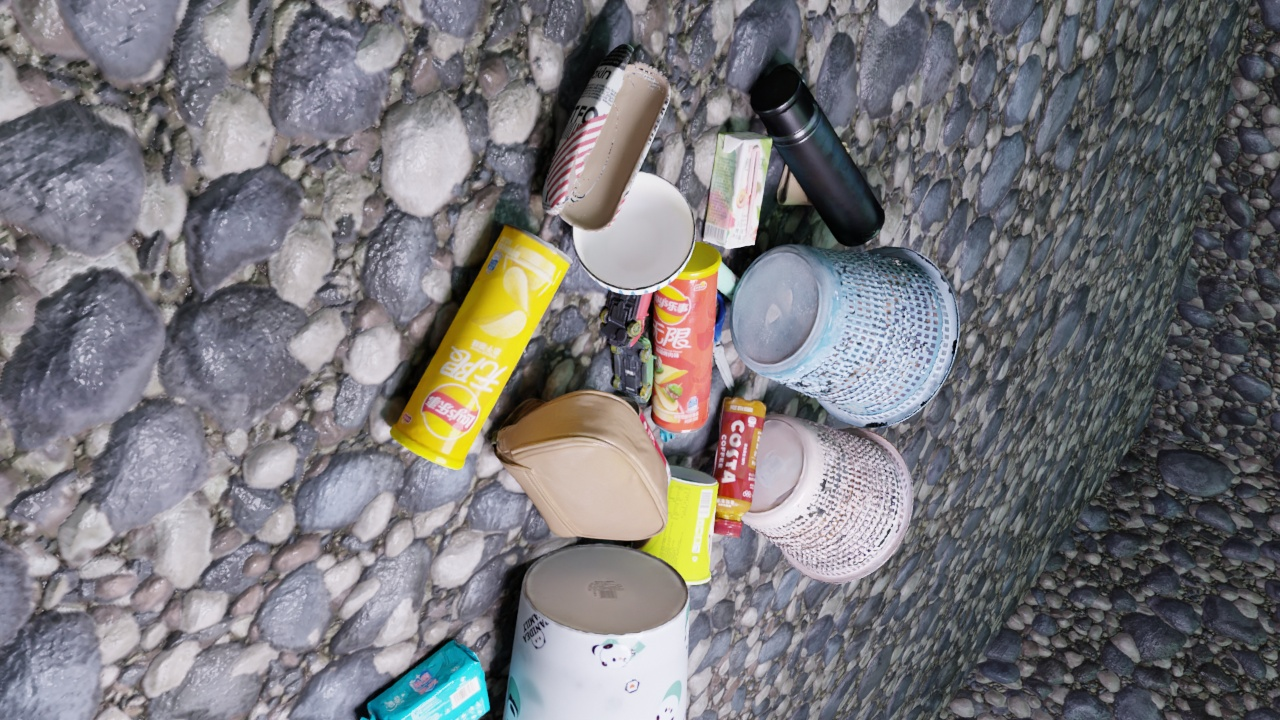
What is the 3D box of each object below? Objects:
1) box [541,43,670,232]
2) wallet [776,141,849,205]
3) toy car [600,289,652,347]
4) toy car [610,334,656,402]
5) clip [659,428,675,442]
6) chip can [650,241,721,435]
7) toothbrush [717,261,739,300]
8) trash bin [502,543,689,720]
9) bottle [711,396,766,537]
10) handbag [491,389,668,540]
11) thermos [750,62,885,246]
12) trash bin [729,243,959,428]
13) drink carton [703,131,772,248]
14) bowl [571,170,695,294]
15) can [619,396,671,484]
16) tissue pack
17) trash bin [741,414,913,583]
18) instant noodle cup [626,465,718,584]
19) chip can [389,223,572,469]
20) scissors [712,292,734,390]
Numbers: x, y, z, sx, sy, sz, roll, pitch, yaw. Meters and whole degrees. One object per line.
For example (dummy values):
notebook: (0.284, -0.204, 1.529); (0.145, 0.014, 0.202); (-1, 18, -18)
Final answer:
box: (-0.027, -0.196, 0.829); (0.088, 0.076, 0.162); (21, 92, -28)
wallet: (0.216, -0.234, 1.129); (0.115, 0.024, 0.087); (-8, 114, -44)
toy car: (-0.010, -0.065, 0.948); (0.031, 0.049, 0.106); (0, 110, -47)
toy car: (-0.006, 0.006, 0.999); (0.036, 0.043, 0.091); (-53, 153, -38)
clip: (0.033, 0.074, 1.111); (0.039, 0.014, 0.056); (-30, 133, -34)
chip can: (0.046, -0.022, 1.012); (0.073, 0.073, 0.217); (-29, 136, -36)
toothbrush: (0.092, -0.099, 1.064); (0.224, 0.027, 0.026); (34, 44, -52)
trash bin: (-0.048, 0.361, 1.035); (0.229, 0.230, 0.252); (-13, 115, -45)
bottle: (0.120, 0.136, 1.172); (0.057, 0.058, 0.174); (20, 77, -52)
handbag: (-0.053, 0.108, 0.944); (0.205, 0.148, 0.099); (65, 22, -46)
thermos: (0.212, -0.238, 1.062); (0.242, 0.069, 0.089); (44, 57, -43)
trash bin: (0.221, -0.044, 1.073); (0.194, 0.227, 0.227); (12, 103, -39)
drink carton: (0.108, -0.188, 1.013); (0.053, 0.045, 0.123); (-14, 121, -43)
bowl: (-0.006, -0.116, 0.884); (0.116, 0.116, 0.066); (-58, 173, -6)
can: (-0.006, 0.101, 1.049); (0.053, 0.053, 0.133); (-47, 140, -20)
tissue pack: (-0.222, 0.363, 0.960); (0.133, 0.050, 0.093); (-32, 135, -33)
trash bin: (0.224, 0.172, 1.249); (0.192, 0.228, 0.227); (28, 90, -40)
instant noodle cup: (0.045, 0.197, 1.132); (0.111, 0.112, 0.123); (4, 100, -50)
chip can: (-0.139, -0.012, 0.811); (0.072, 0.072, 0.213); (31, 87, -52)
scissors: (0.101, -0.024, 1.132); (0.174, 0.012, 0.108); (28, 90, -54)
